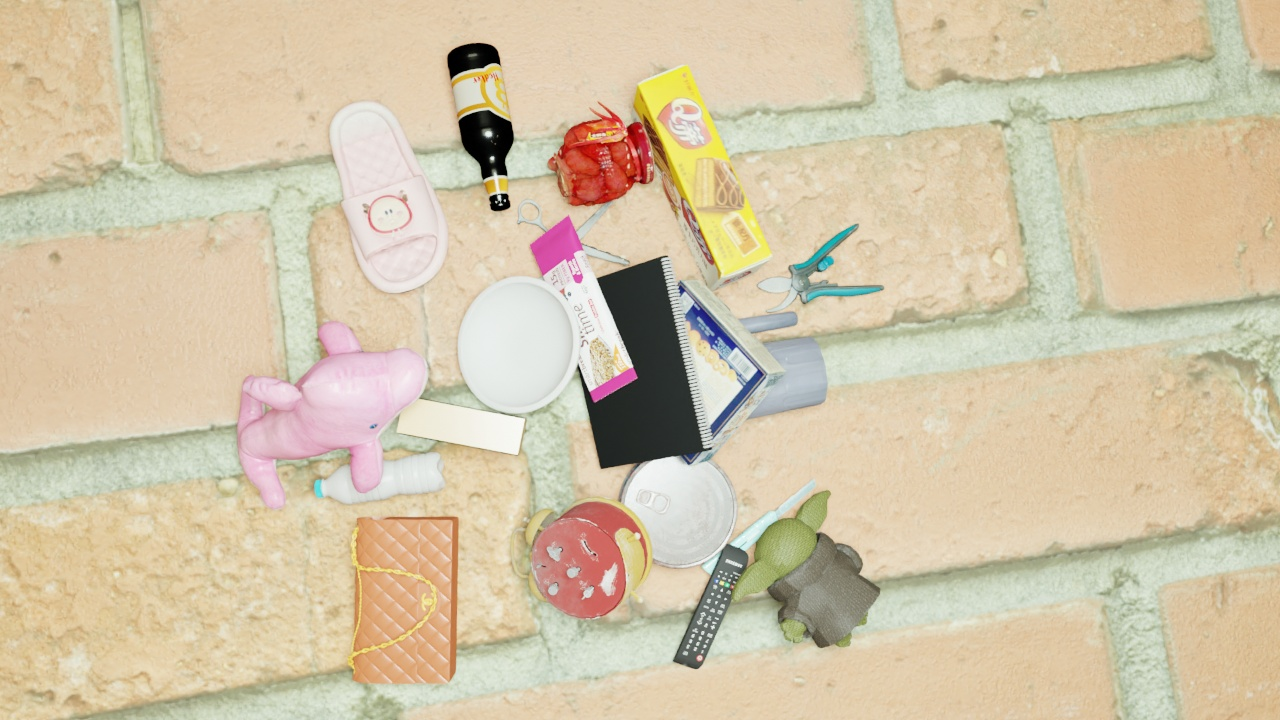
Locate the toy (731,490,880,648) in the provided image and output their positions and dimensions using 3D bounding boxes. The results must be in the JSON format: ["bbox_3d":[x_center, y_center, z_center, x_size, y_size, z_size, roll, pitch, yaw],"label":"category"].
[{"bbox_3d":[0.191,0.244,1.017,0.153,0.078,0.178,47,59,4],"label":"toy"}]

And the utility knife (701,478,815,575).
[{"bbox_3d":[0.138,0.190,1.051,0.165,0.015,0.022,-39,105,-9],"label":"utility knife"}]

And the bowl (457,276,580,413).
[{"bbox_3d":[-0.127,-0.016,1.012,0.150,0.043,0.149,-2,85,21],"label":"bowl"}]

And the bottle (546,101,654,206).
[{"bbox_3d":[-0.047,-0.227,1.021,0.111,0.099,0.099,-15,87,-9],"label":"bottle"}]

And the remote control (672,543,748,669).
[{"bbox_3d":[0.079,0.277,1.028,0.033,0.015,0.147,24,90,-16],"label":"remote control"}]

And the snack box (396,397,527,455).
[{"bbox_3d":[-0.189,0.070,0.991,0.126,0.088,0.040,11,85,-4],"label":"snack box"}]

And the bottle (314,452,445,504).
[{"bbox_3d":[-0.284,0.130,1.001,0.136,0.044,0.044,-8,87,-6],"label":"bottle"}]

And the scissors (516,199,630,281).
[{"bbox_3d":[-0.093,-0.123,1.051,0.141,0.014,0.175,38,86,2],"label":"scissors"}]

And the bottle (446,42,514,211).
[{"bbox_3d":[-0.173,-0.258,1.029,0.059,0.059,0.181,-10,87,-6],"label":"bottle"}]

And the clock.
[{"bbox_3d":[-0.071,0.213,0.978,0.159,0.081,0.117,1,100,21],"label":"clock"}]

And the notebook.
[{"bbox_3d":[-0.006,0.006,0.990,0.149,0.016,0.206,-14,87,37],"label":"notebook"}]

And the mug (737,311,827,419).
[{"bbox_3d":[0.142,0.003,1.037,0.104,0.084,0.123,-10,60,-7],"label":"mug"}]

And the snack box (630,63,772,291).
[{"bbox_3d":[0.065,-0.198,1.021,0.061,0.110,0.230,-23,88,-6],"label":"snack box"}]

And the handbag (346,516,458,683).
[{"bbox_3d":[-0.256,0.257,0.989,0.109,0.060,0.172,0,86,-1],"label":"handbag"}]

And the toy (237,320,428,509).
[{"bbox_3d":[-0.335,0.047,0.923,0.266,0.127,0.186,-24,73,27],"label":"toy"}]

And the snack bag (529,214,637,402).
[{"bbox_3d":[-0.066,-0.056,1.007,0.070,0.016,0.196,-30,78,37],"label":"snack bag"}]

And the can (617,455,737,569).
[{"bbox_3d":[0.041,0.164,1.027,0.130,0.044,0.130,0,86,-5],"label":"can"}]

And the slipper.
[{"bbox_3d":[-0.281,-0.184,1.017,0.106,0.056,0.221,-18,87,-8],"label":"slipper"}]

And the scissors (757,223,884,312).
[{"bbox_3d":[0.219,-0.097,1.074,0.124,0.019,0.155,36,86,0],"label":"scissors"}]

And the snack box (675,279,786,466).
[{"bbox_3d":[0.058,0.013,0.982,0.144,0.042,0.145,49,121,21],"label":"snack box"}]
